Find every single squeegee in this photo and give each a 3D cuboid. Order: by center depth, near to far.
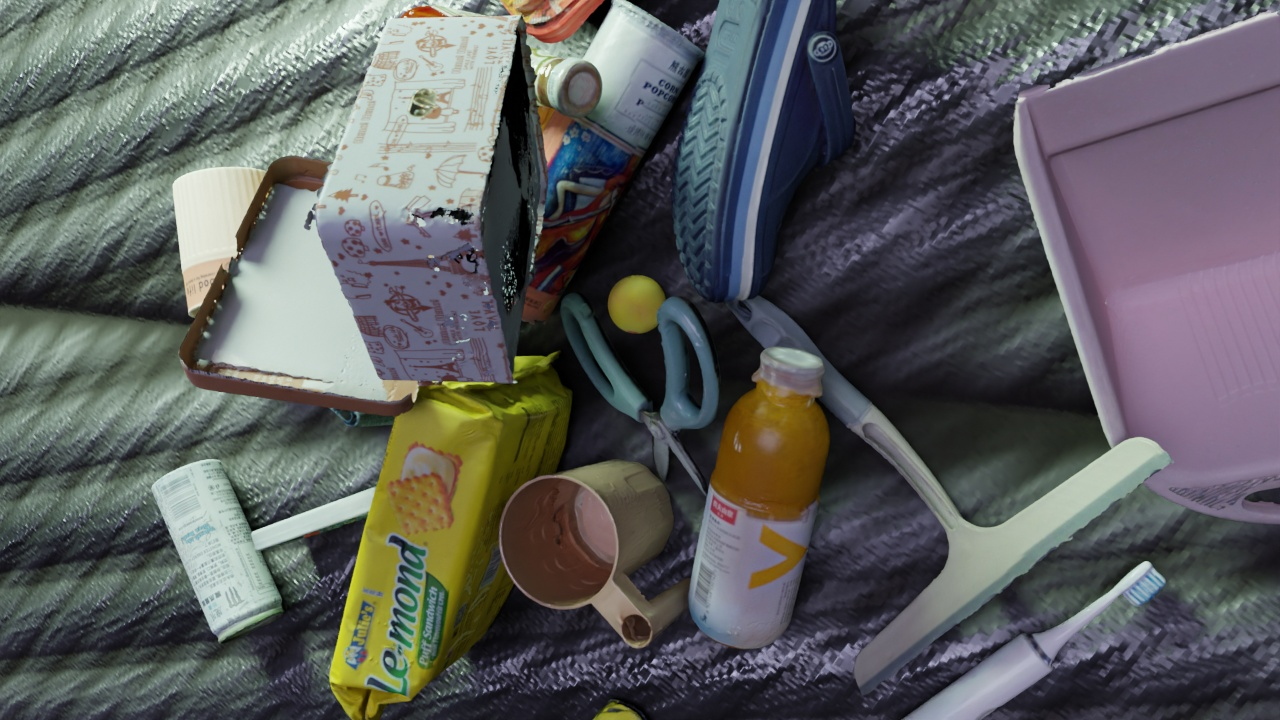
[{"bbox_3d":[0.139,0.042,0.572,0.246,0.039,0.247,50,128,21],"label":"squeegee"}]

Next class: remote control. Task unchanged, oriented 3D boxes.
[{"bbox_3d":[-0.239,0.122,0.725,0.135,0.056,0.019,-21,84,21],"label":"remote control"}]

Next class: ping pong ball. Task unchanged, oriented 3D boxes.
[{"bbox_3d":[-0.002,-0.038,0.628,0.040,0.040,0.040,1,92,23],"label":"ping pong ball"}]

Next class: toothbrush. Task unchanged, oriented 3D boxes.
[{"bbox_3d":[0.216,0.191,0.552,0.221,0.026,0.026,-44,70,17],"label":"toothbrush"}]

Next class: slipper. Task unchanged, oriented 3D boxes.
[{"bbox_3d":[0.084,-0.159,0.564,0.095,0.105,0.253,7,108,-13],"label":"slipper"}]

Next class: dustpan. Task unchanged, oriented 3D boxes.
[{"bbox_3d":[0.314,-0.028,0.410,0.223,0.273,0.138,-16,60,25],"label":"dustpan"}]

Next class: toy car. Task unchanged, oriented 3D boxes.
[{"bbox_3d":[-0.030,0.293,0.655,0.048,0.032,0.105,34,102,19],"label":"toy car"}]

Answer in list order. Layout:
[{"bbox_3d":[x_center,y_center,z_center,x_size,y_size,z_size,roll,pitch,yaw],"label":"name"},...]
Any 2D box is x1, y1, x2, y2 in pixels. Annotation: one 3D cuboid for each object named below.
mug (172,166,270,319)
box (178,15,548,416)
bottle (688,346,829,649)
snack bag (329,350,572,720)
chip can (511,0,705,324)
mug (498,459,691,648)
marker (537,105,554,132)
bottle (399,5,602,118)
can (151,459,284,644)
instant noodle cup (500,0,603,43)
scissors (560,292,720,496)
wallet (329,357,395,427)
[{"bbox_3d":[-0.312,-0.096,0.742,0.114,0.082,0.106,-11,86,-4],"label":"mug"},{"bbox_3d":[-0.159,-0.085,0.515,0.193,0.157,0.182,2,51,2],"label":"box"},{"bbox_3d":[0.075,0.085,0.566,0.068,0.067,0.190,17,111,21],"label":"bottle"},{"bbox_3d":[-0.120,0.113,0.620,0.068,0.157,0.247,20,100,14],"label":"snack bag"},{"bbox_3d":[-0.042,-0.131,0.626,0.071,0.071,0.215,37,105,18],"label":"chip can"},{"bbox_3d":[-0.018,0.124,0.606,0.124,0.103,0.084,44,107,16],"label":"mug"},{"bbox_3d":[-0.080,-0.150,0.671,0.018,0.015,0.124,31,105,23],"label":"marker"},{"bbox_3d":[-0.100,-0.199,0.617,0.206,0.059,0.060,30,103,43],"label":"bottle"},{"bbox_3d":[-0.356,0.159,0.773,0.058,0.058,0.146,-32,80,20],"label":"can"},{"bbox_3d":[-0.047,-0.321,0.617,0.165,0.079,0.188,-39,76,19],"label":"instant noodle cup"},{"bbox_3d":[-0.003,0.004,0.602,0.178,0.019,0.171,43,149,32],"label":"scissors"},{"bbox_3d":[-0.225,0.012,0.693,0.121,0.097,0.019,33,99,18],"label":"wallet"}]
